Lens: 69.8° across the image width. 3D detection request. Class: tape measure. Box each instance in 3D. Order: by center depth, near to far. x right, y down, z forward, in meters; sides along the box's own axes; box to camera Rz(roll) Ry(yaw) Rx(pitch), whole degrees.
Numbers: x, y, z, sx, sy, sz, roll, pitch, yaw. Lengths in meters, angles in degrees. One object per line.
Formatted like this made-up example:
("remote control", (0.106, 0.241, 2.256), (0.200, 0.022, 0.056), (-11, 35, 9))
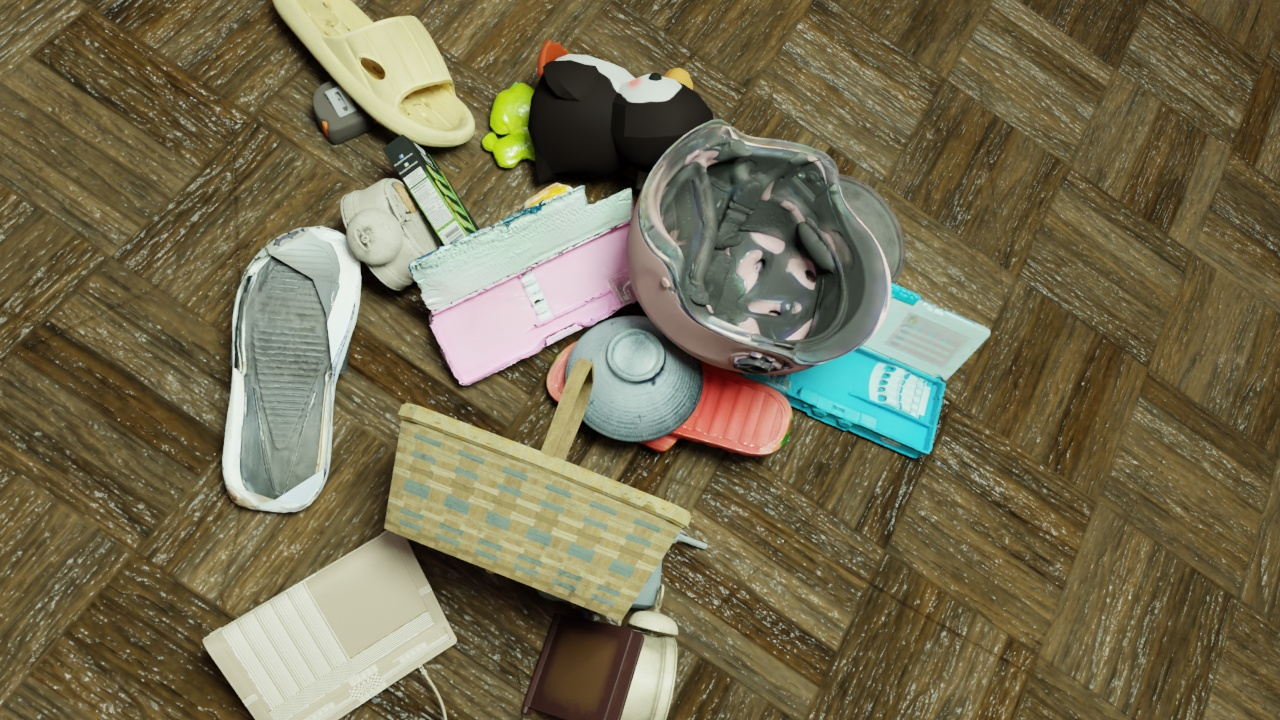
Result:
("tape measure", (-0.310, -0.263, 0.955), (0.058, 0.038, 0.059), (-31, 82, -22))

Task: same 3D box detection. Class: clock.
("clock", (0.000, 0.271, 0.826), (0.054, 0.093, 0.140), (14, 78, -6))
("clock", (-0.234, -0.122, 0.866), (0.061, 0.156, 0.103), (-26, 100, 9))

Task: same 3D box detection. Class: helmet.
("helmet", (0.101, -0.085, 0.871), (0.255, 0.153, 0.229), (16, 62, -16))

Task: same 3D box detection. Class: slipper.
("slipper", (-0.324, 0.007, 0.851), (0.111, 0.063, 0.263), (5, 83, -13))
("slipper", (0.029, 0.042, 0.931), (0.249, 0.059, 0.103), (14, 65, 5))
("slipper", (-0.274, -0.326, 0.947), (0.261, 0.079, 0.111), (43, 41, 7))

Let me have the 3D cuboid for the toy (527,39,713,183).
("toy", (-0.017, -0.238, 0.946), (0.184, 0.159, 0.140), (14, 83, 28))

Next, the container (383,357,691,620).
("container", (-0.078, 0.092, 0.788), (0.250, 0.158, 0.186), (21, 79, 2))

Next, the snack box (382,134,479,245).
("snack box", (-0.196, -0.150, 0.924), (0.025, 0.080, 0.147), (-34, 82, 5))

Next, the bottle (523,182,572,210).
("bottle", (-0.076, -0.129, 0.961), (0.063, 0.063, 0.109), (-34, 98, -22))

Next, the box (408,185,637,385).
("box", (-0.102, -0.087, 0.895), (0.230, 0.160, 0.063), (-27, 38, -12))

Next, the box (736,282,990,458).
("box", (0.234, -0.009, 0.992), (0.227, 0.085, 0.170), (23, 100, -7))

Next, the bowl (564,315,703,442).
("bowl", (-0.005, 0.005, 0.882), (0.137, 0.057, 0.137), (1, 66, -1))

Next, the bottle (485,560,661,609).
("bottle", (-0.063, 0.190, 0.863), (0.161, 0.046, 0.072), (9, 70, -12))

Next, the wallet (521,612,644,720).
("wallet", (-0.053, 0.275, 0.808), (0.018, 0.116, 0.091), (35, 63, -35))

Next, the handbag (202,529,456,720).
("handbag", (-0.239, 0.273, 0.788), (0.175, 0.062, 0.198), (-30, 86, -22))

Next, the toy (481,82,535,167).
("toy", (-0.131, -0.258, 1.004), (0.094, 0.036, 0.093), (-19, 83, -13))

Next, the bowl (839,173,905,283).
("bowl", (0.218, -0.129, 1.028), (0.144, 0.067, 0.144), (8, 69, -22))

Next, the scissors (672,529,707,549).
("scissors", (-0.009, 0.144, 0.906), (0.161, 0.117, 0.014), (31, 92, 32))

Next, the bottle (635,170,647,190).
("bottle", (0.077, -0.180, 1.014), (0.163, 0.071, 0.071), (13, 69, -10))
